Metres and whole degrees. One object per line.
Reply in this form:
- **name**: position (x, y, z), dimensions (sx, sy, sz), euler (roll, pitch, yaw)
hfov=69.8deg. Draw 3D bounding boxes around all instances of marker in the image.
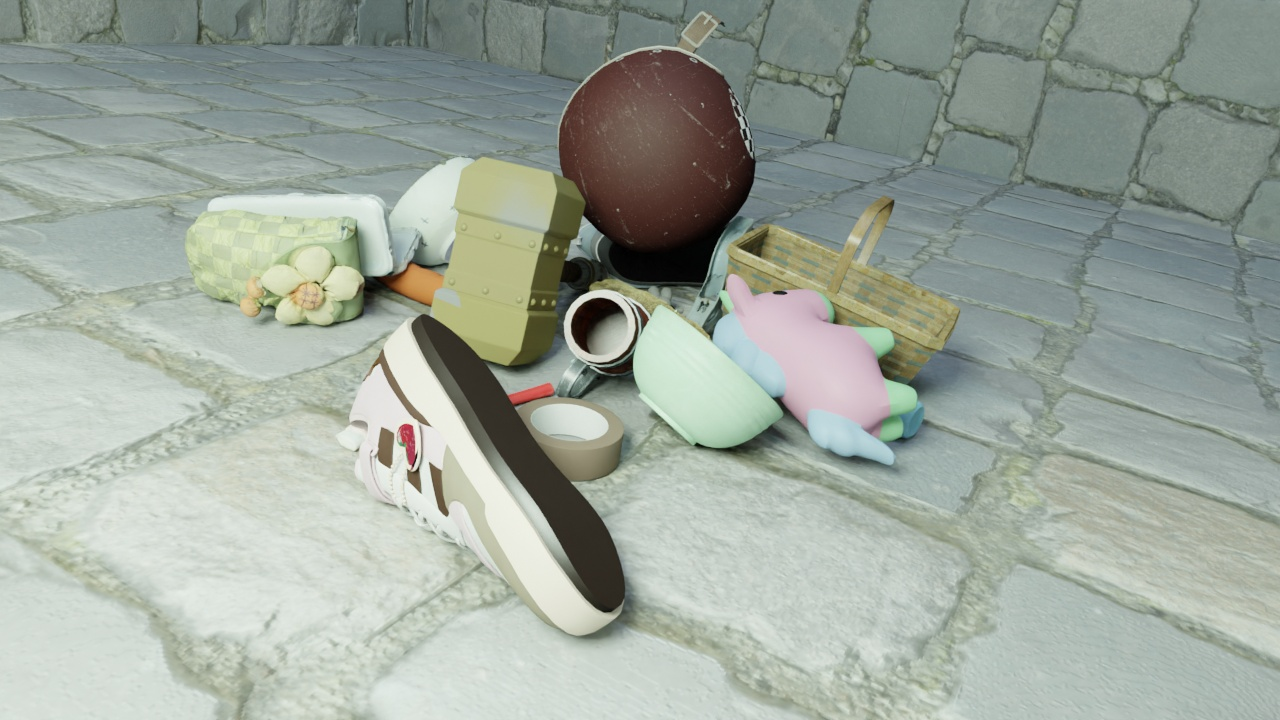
- **marker**: position (-0.136, 0.041, 0.836), dimensions (0.013, 0.013, 0.141), euler (28, 29, 37)

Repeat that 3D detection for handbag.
- **handbag**: position (-0.374, -0.088, 0.942), dimensions (0.186, 0.113, 0.116), euler (4, 37, -5)

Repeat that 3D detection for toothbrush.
- **toothbrush**: position (-0.166, 0.087, 0.715), dimensions (0.181, 0.016, 0.018), euler (19, 32, 23)

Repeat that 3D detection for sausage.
- **sausage**: position (-0.257, -0.091, 1.060), dimensions (0.164, 0.039, 0.044), euler (22, 52, 28)

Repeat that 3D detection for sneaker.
- **sneaker**: position (-0.128, 0.092, 0.639), dimensions (0.294, 0.116, 0.111), euler (48, 6, 34)
- **sneaker**: position (0.037, -0.161, 1.293), dimensions (0.256, 0.093, 0.160), euler (-3, 18, -30)

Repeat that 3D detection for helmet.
- **helmet**: position (0.027, -0.247, 1.059), dimensions (0.234, 0.234, 0.253), euler (-28, 6, 18)

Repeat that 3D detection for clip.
- **clip**: position (0.103, -0.074, 1.104), dimensions (0.031, 0.168, 0.164), euler (21, -16, 24)

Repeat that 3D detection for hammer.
- **hammer**: position (-0.101, -0.102, 1.032), dimensions (0.101, 0.190, 0.324), euler (15, 6, 14)

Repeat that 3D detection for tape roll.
- **tape roll**: position (-0.062, 0.065, 0.781), dimensions (0.093, 0.030, 0.093), euler (8, 23, -3)

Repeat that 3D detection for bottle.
- **bottle**: position (0.225, 0.037, 0.944), dimensions (0.130, 0.040, 0.040), euler (27, 29, 35)

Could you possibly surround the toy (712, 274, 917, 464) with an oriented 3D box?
- **toy**: position (0.159, 0.010, 0.875), dimensions (0.171, 0.120, 0.221), euler (0, 46, -9)

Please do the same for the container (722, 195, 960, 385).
- **container**: position (0.226, -0.088, 1.007), dimensions (0.250, 0.187, 0.157), euler (27, 27, 16)

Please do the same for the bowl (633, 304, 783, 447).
- **bowl**: position (0.048, 0.026, 0.821), dimensions (0.151, 0.077, 0.151), euler (42, -2, 2)

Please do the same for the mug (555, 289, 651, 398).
- **mug**: position (-0.039, -0.012, 0.884), dimensions (0.081, 0.117, 0.111), euler (31, 1, 9)

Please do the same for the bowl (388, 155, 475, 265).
- **bowl**: position (-0.241, -0.176, 1.154), dimensions (0.073, 0.154, 0.153), euler (45, 32, 8)

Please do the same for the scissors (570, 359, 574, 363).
- **scissors**: position (-0.006, 0.005, 0.944), dimensions (0.136, 0.055, 0.015), euler (4, -21, 4)

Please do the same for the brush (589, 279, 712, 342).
- **brush**: position (0.010, -0.038, 1.015), dimensions (0.059, 0.043, 0.195), euler (-29, 46, -30)

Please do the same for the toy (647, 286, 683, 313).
- **toy**: position (0.029, -0.053, 1.094), dimensions (0.049, 0.030, 0.111), euler (4, 36, -11)

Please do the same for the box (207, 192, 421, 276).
- **box**: position (-0.368, -0.152, 1.030), dimensions (0.211, 0.106, 0.129), euler (-1, 37, 5)
